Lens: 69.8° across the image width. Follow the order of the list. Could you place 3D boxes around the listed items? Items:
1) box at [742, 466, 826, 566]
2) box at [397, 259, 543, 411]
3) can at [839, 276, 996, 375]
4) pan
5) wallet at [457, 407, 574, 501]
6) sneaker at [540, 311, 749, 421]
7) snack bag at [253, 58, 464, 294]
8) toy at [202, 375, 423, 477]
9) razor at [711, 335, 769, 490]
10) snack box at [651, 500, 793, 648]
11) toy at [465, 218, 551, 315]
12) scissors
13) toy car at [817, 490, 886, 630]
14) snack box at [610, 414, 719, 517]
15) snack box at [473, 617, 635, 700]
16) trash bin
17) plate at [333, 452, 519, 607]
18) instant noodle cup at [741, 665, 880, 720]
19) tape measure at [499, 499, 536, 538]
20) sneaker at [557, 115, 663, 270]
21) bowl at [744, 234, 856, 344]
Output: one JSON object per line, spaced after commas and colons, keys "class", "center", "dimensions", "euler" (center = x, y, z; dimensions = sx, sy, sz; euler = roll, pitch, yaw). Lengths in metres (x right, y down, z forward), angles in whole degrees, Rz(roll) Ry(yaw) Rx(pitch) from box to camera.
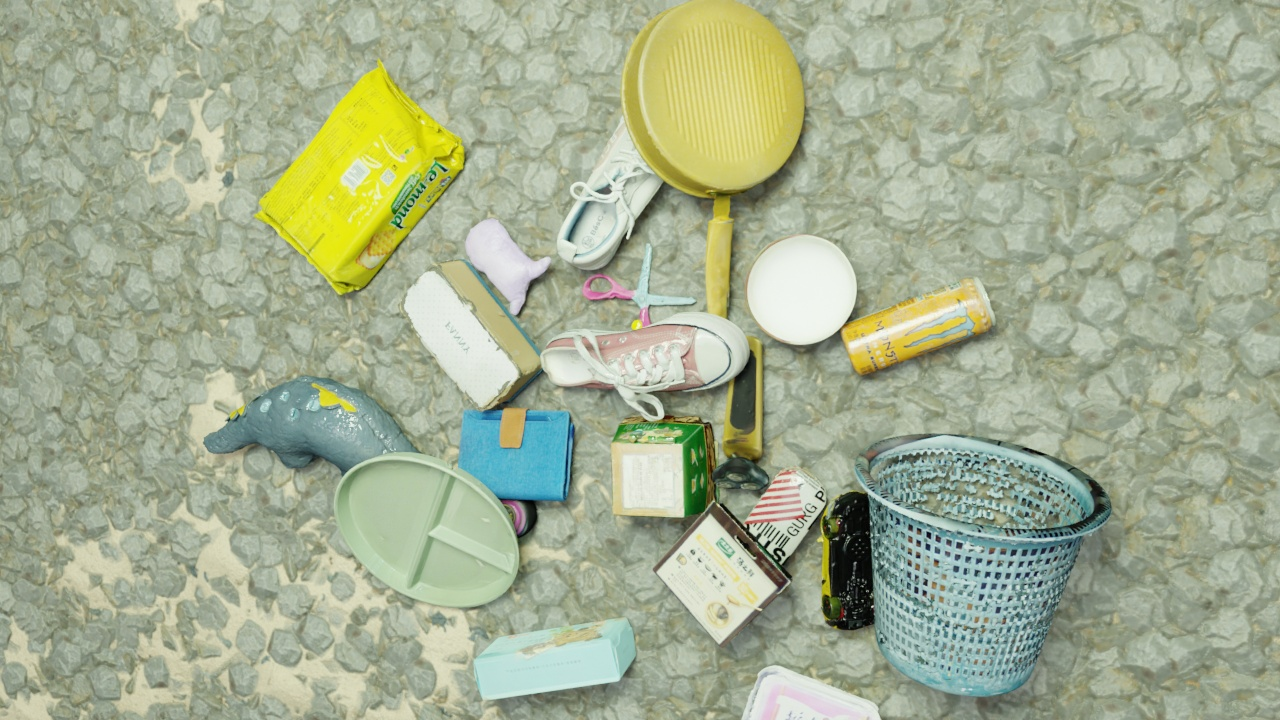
{"class": "box", "center": [0.140, 0.189, 0.993], "dimensions": [0.072, 0.060, 0.164], "euler": [39, 108, 33]}
{"class": "box", "center": [-0.190, -0.025, 1.053], "dimensions": [0.090, 0.062, 0.184], "euler": [-40, 86, 27]}
{"class": "can", "center": [0.282, -0.034, 0.940], "dimensions": [0.146, 0.058, 0.058], "euler": [-21, 89, 15]}
{"class": "pan", "center": [0.079, -0.187, 0.951], "dimensions": [0.197, 0.078, 0.357], "euler": [-9, 95, -23]}
{"class": "wallet", "center": [-0.145, 0.108, 1.057], "dimensions": [0.133, 0.040, 0.106], "euler": [0, 74, 11]}
{"class": "sneaker", "center": [-0.006, 0.006, 0.980], "dimensions": [0.241, 0.087, 0.118], "euler": [-2, 116, 24]}
{"class": "snack bag", "center": [-0.331, -0.210, 1.079], "dimensions": [0.158, 0.068, 0.247], "euler": [45, 102, 7]}
{"class": "toy", "center": [-0.375, 0.089, 1.102], "dimensions": [0.357, 0.091, 0.138], "euler": [12, 109, 15]}
{"class": "razor", "center": [0.112, 0.057, 0.991], "dimensions": [0.062, 0.067, 0.167], "euler": [3, 88, 14]}
{"class": "snack box", "center": [0.090, 0.221, 0.969], "dimensions": [0.113, 0.053, 0.126], "euler": [46, 117, 16]}
{"class": "toy", "center": [-0.158, -0.118, 1.055], "dimensions": [0.108, 0.038, 0.084], "euler": [47, 115, 13]}
{"class": "scissors", "center": [-0.003, -0.066, 1.034], "dimensions": [0.133, 0.017, 0.133], "euler": [7, 92, 14]}
{"class": "toy car", "center": [0.226, 0.213, 0.976], "dimensions": [0.071, 0.041, 0.156], "euler": [-4, 97, -13]}
{"class": "snack box", "center": [0.018, 0.123, 0.995], "dimensions": [0.118, 0.105, 0.117], "euler": [-1, 94, 15]}
{"class": "snack box", "center": [-0.098, 0.343, 1.057], "dimensions": [0.175, 0.074, 0.051], "euler": [-13, 91, 15]}
{"class": "trash bin", "center": [0.311, 0.200, 0.885], "dimensions": [0.227, 0.226, 0.195], "euler": [7, 108, 14]}
{"class": "plate", "center": [-0.245, 0.196, 1.062], "dimensions": [0.230, 0.027, 0.231], "euler": [8, 123, 12]}
{"class": "instant noodle cup", "center": [0.175, 0.422, 1.001], "dimensions": [0.138, 0.060, 0.173], "euler": [17, 97, 12]}
{"class": "tape measure", "center": [-0.151, 0.181, 1.077], "dimensions": [0.057, 0.039, 0.058], "euler": [-31, 81, 11]}
{"class": "sneaker", "center": [-0.016, -0.205, 0.987], "dimensions": [0.089, 0.090, 0.242], "euler": [36, 101, 8]}
{"class": "bowl", "center": [0.169, -0.075, 0.964], "dimensions": [0.113, 0.062, 0.113], "euler": [1, 96, 13]}
